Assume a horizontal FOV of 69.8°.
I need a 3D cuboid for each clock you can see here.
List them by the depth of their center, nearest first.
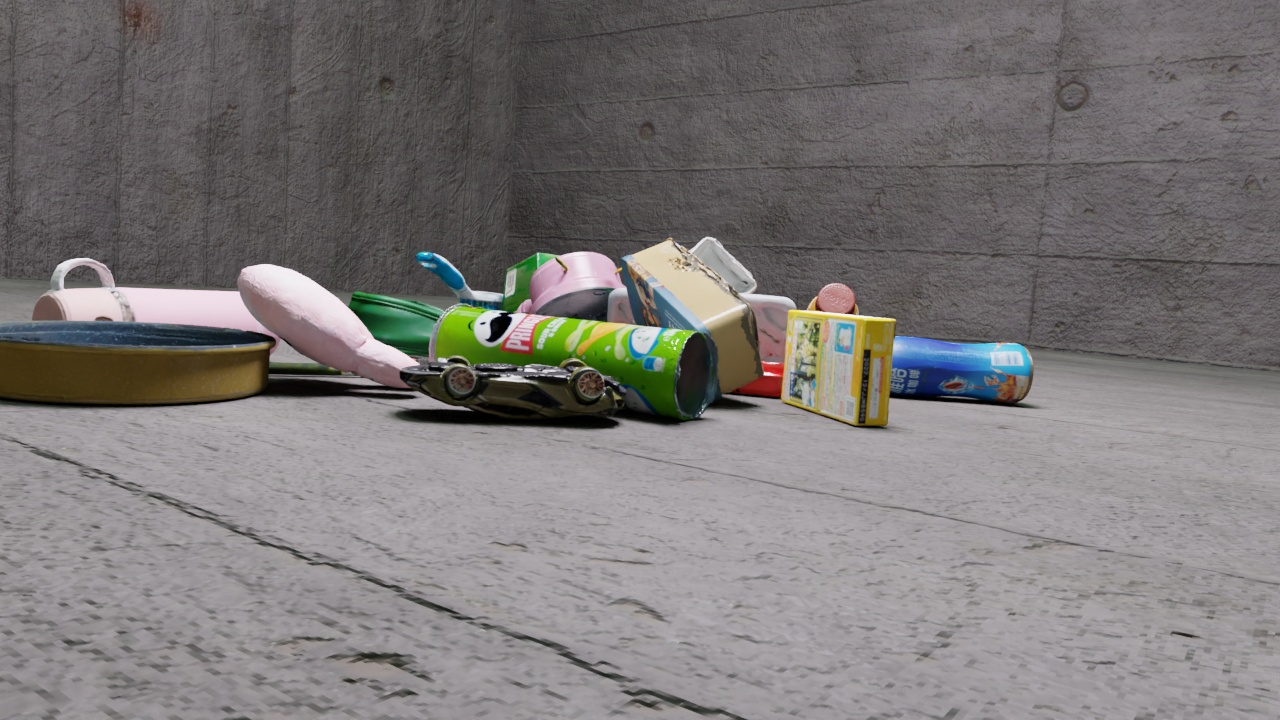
[{"bbox_3d":[-0.078,-0.060,1.042,0.117,0.059,0.159,0,-32,-29],"label":"clock"}]

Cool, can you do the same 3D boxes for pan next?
[{"bbox_3d":[-0.435,-0.022,0.615,0.356,0.078,0.198,1,5,-30],"label":"pan"}]

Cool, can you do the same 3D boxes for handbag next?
[{"bbox_3d":[-0.272,-0.035,1.048,0.120,0.068,0.131,11,-1,-30],"label":"handbag"},{"bbox_3d":[0.054,-0.068,1.095,0.098,0.145,0.197,41,1,1],"label":"handbag"}]

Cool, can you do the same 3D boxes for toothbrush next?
[{"bbox_3d":[-0.268,0.005,0.803,0.185,0.017,0.012,1,-14,-27],"label":"toothbrush"}]

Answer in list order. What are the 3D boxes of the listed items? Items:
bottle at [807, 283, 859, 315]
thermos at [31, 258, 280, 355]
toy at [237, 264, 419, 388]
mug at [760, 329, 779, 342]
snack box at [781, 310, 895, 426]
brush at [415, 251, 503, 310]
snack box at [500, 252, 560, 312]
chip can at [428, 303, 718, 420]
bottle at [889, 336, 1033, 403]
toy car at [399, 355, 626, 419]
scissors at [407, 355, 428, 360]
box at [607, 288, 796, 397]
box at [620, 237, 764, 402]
[{"bbox_3d":[0.212,-0.032,1.029,0.057,0.057,0.175,5,-20,8],"label":"bottle"},{"bbox_3d":[-0.421,-0.041,0.812,0.067,0.087,0.198,5,3,32],"label":"thermos"},{"bbox_3d":[-0.242,-0.021,0.723,0.159,0.054,0.121,32,-6,-7],"label":"toy"},{"bbox_3d":[0.120,-0.014,1.027,0.114,0.081,0.106,-9,6,-10],"label":"mug"},{"bbox_3d":[0.166,0.003,0.788,0.033,0.087,0.140,2,5,-19],"label":"snack box"},{"bbox_3d":[-0.218,-0.069,1.139,0.060,0.109,0.314,5,3,7],"label":"brush"},{"bbox_3d":[-0.120,-0.075,1.177,0.117,0.105,0.118,4,-15,-39],"label":"snack box"},{"bbox_3d":[-0.058,-0.001,0.742,0.236,0.072,0.072,7,6,28],"label":"chip can"},{"bbox_3d":[0.302,0.008,0.983,0.218,0.065,0.065,3,5,-1],"label":"bottle"},{"bbox_3d":[-0.089,0.019,0.645,0.158,0.042,0.070,4,5,-12],"label":"toy car"},{"bbox_3d":[-0.148,0.007,0.897,0.188,0.015,0.223,1,5,-32],"label":"scissors"},{"bbox_3d":[0.055,-0.024,0.936,0.202,0.101,0.095,5,4,14],"label":"box"},{"bbox_3d":[0.048,-0.038,0.842,0.061,0.090,0.184,-23,35,-12],"label":"box"}]
